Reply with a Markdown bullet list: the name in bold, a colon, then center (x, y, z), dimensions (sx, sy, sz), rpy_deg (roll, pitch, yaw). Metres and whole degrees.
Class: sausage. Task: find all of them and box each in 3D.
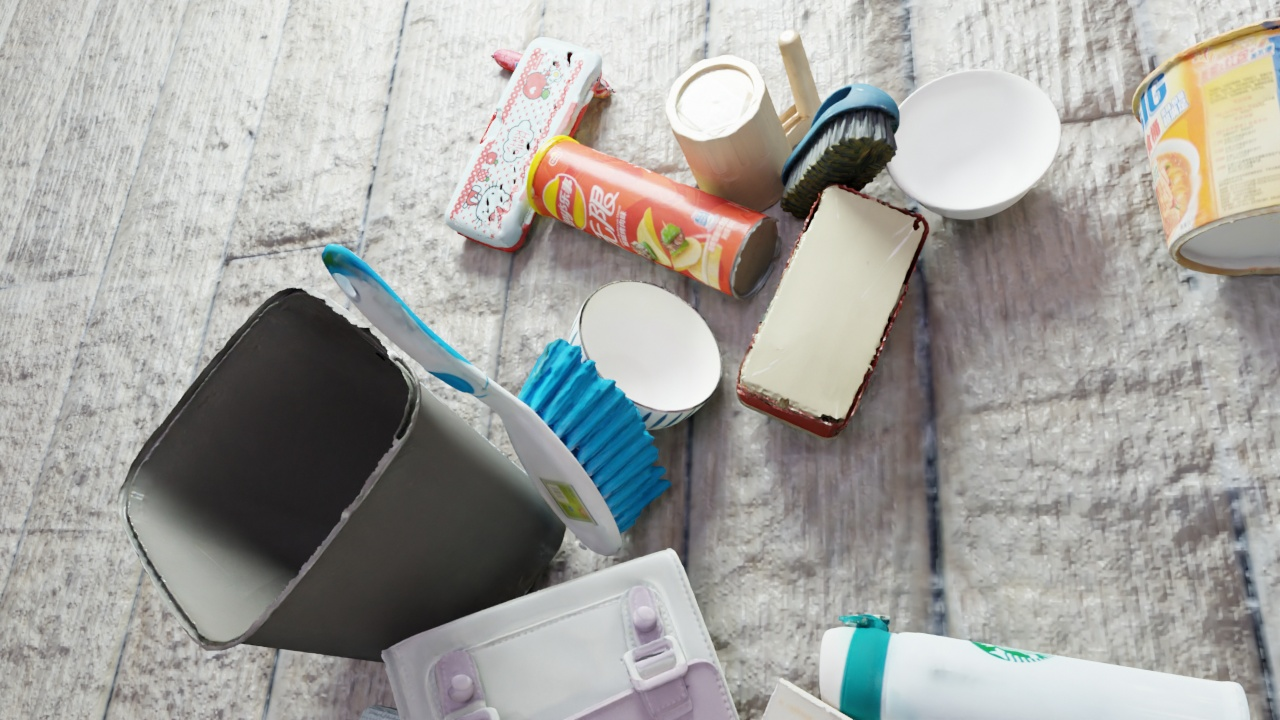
- **sausage**: center (-0.087, -0.276, 0.885), dimensions (0.156, 0.020, 0.020), rpy_deg (25, 79, 28)

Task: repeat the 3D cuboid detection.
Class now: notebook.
- **notebook**: center (0.104, 0.314, 0.531), dimensions (0.146, 0.010, 0.206), rpy_deg (24, 94, 28)

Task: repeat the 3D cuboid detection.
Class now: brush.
- **brush**: center (0.145, -0.159, 0.679), dimensions (0.055, 0.144, 0.073), rpy_deg (9, 74, -9)
- **brush**: center (-0.073, 0.022, 0.575), dimensions (0.061, 0.315, 0.109), rpy_deg (6, 48, 37)

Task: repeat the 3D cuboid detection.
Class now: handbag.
- **handbag**: center (-0.048, 0.219, 0.574), dimensions (0.196, 0.099, 0.145), rpy_deg (-16, 71, -19)

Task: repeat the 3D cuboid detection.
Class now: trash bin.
- **trash bin**: center (-0.185, 0.098, 0.636), dimensions (0.199, 0.219, 0.198), rpy_deg (32, 83, 39)

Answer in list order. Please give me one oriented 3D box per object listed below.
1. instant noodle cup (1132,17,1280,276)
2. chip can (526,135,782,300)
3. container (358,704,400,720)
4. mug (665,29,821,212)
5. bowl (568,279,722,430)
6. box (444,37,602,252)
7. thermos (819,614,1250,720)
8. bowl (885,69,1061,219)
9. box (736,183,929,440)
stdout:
- **instant noodle cup**: center (0.392, -0.123, 0.565), dimensions (0.151, 0.151, 0.111), rpy_deg (-1, 76, 21)
- **chip can**: center (0.006, -0.118, 0.752), dimensions (0.217, 0.073, 0.073), rpy_deg (28, 80, 28)
- **container**: center (-0.154, 0.302, 0.624), dimensions (0.090, 0.090, 0.111), rpy_deg (5, 67, 23)
- **mug**: center (0.088, -0.190, 0.731), dimensions (0.124, 0.103, 0.084), rpy_deg (-39, 60, 2)
- **bowl**: center (-0.004, 0.004, 0.693), dimensions (0.066, 0.116, 0.116), rpy_deg (-52, 46, 48)
- **box**: center (-0.103, -0.197, 0.830), dimensions (0.087, 0.047, 0.201), rpy_deg (22, 83, 27)
- **thermos**: center (0.217, 0.198, 0.534), dimensions (0.224, 0.073, 0.073), rpy_deg (4, 69, 23)
- **bowl**: center (0.242, -0.145, 0.673), dimensions (0.118, 0.065, 0.118), rpy_deg (-9, 64, 18)
- **box**: center (0.134, -0.037, 0.650), dimensions (0.091, 0.077, 0.168), rpy_deg (23, 78, 11)
